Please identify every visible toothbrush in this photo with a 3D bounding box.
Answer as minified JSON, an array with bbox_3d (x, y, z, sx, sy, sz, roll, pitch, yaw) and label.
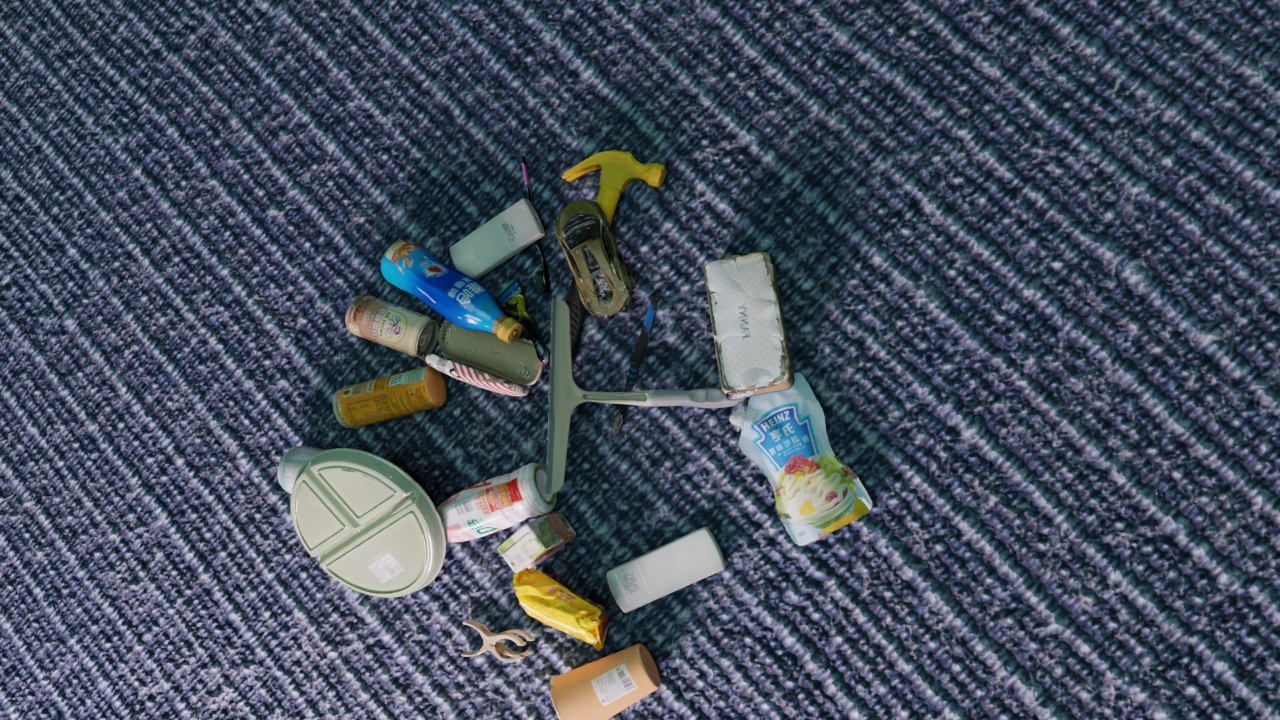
[{"bbox_3d":[-0.007,0.007,1.177,0.014,0.016,0.189,17,91,8],"label":"toothbrush"},{"bbox_3d":[-0.144,-0.181,1.221,0.018,0.014,0.189,-13,85,23],"label":"toothbrush"}]

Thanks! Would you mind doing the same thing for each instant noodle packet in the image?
[{"bbox_3d":[-0.100,0.310,1.153,0.128,0.111,0.044,22,58,17],"label":"instant noodle packet"}]

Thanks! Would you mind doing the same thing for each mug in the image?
[{"bbox_3d":[-0.042,0.406,1.143,0.123,0.078,0.078,-29,81,8],"label":"mug"}]

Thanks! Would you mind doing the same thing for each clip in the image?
[{"bbox_3d":[-0.189,0.370,1.205,0.100,0.034,0.072,1,89,23],"label":"clip"}]

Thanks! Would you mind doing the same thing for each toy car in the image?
[{"bbox_3d":[-0.060,-0.130,1.150,0.070,0.042,0.158,-25,80,11],"label":"toy car"}]

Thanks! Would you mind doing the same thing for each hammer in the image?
[{"bbox_3d":[-0.068,-0.126,1.189,0.129,0.032,0.301,17,92,15],"label":"hammer"}]

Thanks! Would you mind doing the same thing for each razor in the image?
[{"bbox_3d":[-0.146,-0.047,1.192,0.043,0.022,0.142,-44,53,15],"label":"razor"}]

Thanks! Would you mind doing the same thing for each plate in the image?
[{"bbox_3d":[-0.364,0.220,1.207,0.230,0.027,0.230,9,117,17],"label":"plate"}]

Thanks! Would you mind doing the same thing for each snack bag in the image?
[{"bbox_3d":[0.191,0.119,1.110,0.110,0.038,0.191,-31,79,18],"label":"snack bag"}]

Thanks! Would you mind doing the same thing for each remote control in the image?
[{"bbox_3d":[0.031,0.263,1.154,0.150,0.021,0.058,-27,82,12],"label":"remote control"},{"bbox_3d":[-0.192,-0.158,1.222,0.135,0.019,0.056,-30,80,19],"label":"remote control"}]

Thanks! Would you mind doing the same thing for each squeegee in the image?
[{"bbox_3d":[0.008,0.045,1.151,0.246,0.039,0.246,0,78,1],"label":"squeegee"}]

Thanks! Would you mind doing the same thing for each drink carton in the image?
[{"bbox_3d":[-0.127,0.226,1.145,0.053,0.122,0.045,-40,80,9],"label":"drink carton"}]

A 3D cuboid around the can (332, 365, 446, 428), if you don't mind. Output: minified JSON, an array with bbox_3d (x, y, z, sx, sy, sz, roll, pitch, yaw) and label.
[{"bbox_3d":[-0.338,0.050,1.241,0.146,0.058,0.058,-14,85,14],"label":"can"}]

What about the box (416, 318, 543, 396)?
[{"bbox_3d":[-0.208,-0.009,1.200,0.162,0.075,0.086,16,80,21],"label":"box"}]

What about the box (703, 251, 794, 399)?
[{"bbox_3d":[0.129,-0.048,1.110,0.090,0.062,0.184,-8,76,14],"label":"box"}]

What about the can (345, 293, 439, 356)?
[{"bbox_3d":[-0.336,-0.047,1.243,0.116,0.058,0.058,20,93,14],"label":"can"}]

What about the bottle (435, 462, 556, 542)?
[{"bbox_3d":[-0.208,0.196,1.199,0.197,0.068,0.068,-23,82,17],"label":"bottle"}]

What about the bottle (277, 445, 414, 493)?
[{"bbox_3d":[-0.398,0.162,1.247,0.190,0.068,0.068,8,90,15],"label":"bottle"}]

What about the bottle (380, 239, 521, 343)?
[{"bbox_3d":[-0.246,-0.086,1.203,0.219,0.065,0.065,32,96,22],"label":"bottle"}]
